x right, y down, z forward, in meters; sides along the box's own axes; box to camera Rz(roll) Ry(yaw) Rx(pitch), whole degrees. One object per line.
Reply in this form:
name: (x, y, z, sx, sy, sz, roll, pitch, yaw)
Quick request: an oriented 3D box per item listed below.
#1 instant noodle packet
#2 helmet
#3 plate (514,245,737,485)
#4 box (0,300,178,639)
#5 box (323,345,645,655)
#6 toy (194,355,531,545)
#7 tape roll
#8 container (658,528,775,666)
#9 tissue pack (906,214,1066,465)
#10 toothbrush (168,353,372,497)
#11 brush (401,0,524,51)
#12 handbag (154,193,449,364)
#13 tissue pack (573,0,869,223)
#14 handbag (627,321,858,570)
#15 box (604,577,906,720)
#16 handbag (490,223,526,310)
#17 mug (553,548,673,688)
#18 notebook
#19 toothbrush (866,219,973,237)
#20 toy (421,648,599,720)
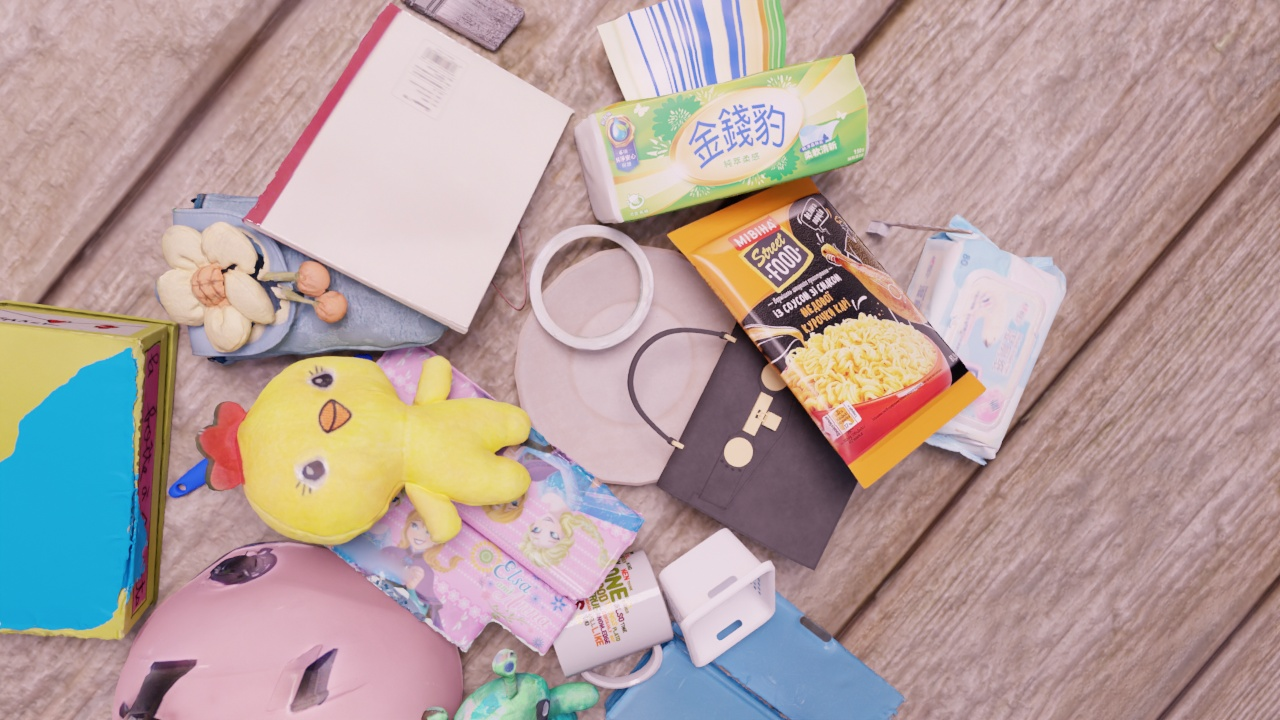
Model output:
instant noodle packet: (0.140, -0.033, 0.668, 0.159, 0.032, 0.220, -29, 76, -36)
helmet: (-0.262, 0.264, 0.666, 0.255, 0.152, 0.230, 2, 103, -5)
plate: (-0.004, 0.004, 0.724, 0.188, 0.027, 0.189, -2, 100, -10)
box: (-0.402, 0.077, 0.639, 0.124, 0.081, 0.221, 5, 102, -11)
box: (-0.132, 0.110, 0.673, 0.230, 0.035, 0.159, 37, 77, 0)
toy: (-0.178, 0.061, 0.615, 0.207, 0.092, 0.133, -2, 59, -6)
tape roll: (-0.036, -0.054, 0.684, 0.093, 0.013, 0.093, -2, 101, -10)
container: (0.058, 0.183, 0.713, 0.080, 0.129, 0.049, -32, 59, -11)
tissue pack: (0.267, -0.017, 0.750, 0.112, 0.070, 0.182, 20, 95, -13)
toothbrush: (-0.277, 0.048, 0.689, 0.182, 0.018, 0.016, -35, 104, 0)
brush: (-0.158, -0.270, 0.653, 0.151, 0.012, 0.039, 26, 95, -14)
handbag: (-0.223, -0.056, 0.625, 0.192, 0.118, 0.122, -2, 99, -6)
tissue pack: (0.049, -0.189, 0.659, 0.197, 0.120, 0.141, -17, 102, -15)
handbag: (0.079, 0.037, 0.703, 0.195, 0.072, 0.175, 27, 88, -21)
box: (0.106, 0.301, 0.797, 0.231, 0.033, 0.174, 39, 91, -14)
handbag: (-0.108, -0.093, 0.670, 0.055, 0.029, 0.119, -19, 87, -5)
mug: (-0.024, 0.214, 0.734, 0.089, 0.073, 0.105, -18, 103, -7)
notebook: (-0.146, -0.136, 0.623, 0.153, 0.012, 0.208, 28, 60, -13)
toothbrush: (0.198, -0.093, 0.665, 0.010, 0.181, 0.010, 25, 97, -9)
toy: (-0.099, 0.273, 0.696, 0.130, 0.193, 0.072, -38, 61, -10)
